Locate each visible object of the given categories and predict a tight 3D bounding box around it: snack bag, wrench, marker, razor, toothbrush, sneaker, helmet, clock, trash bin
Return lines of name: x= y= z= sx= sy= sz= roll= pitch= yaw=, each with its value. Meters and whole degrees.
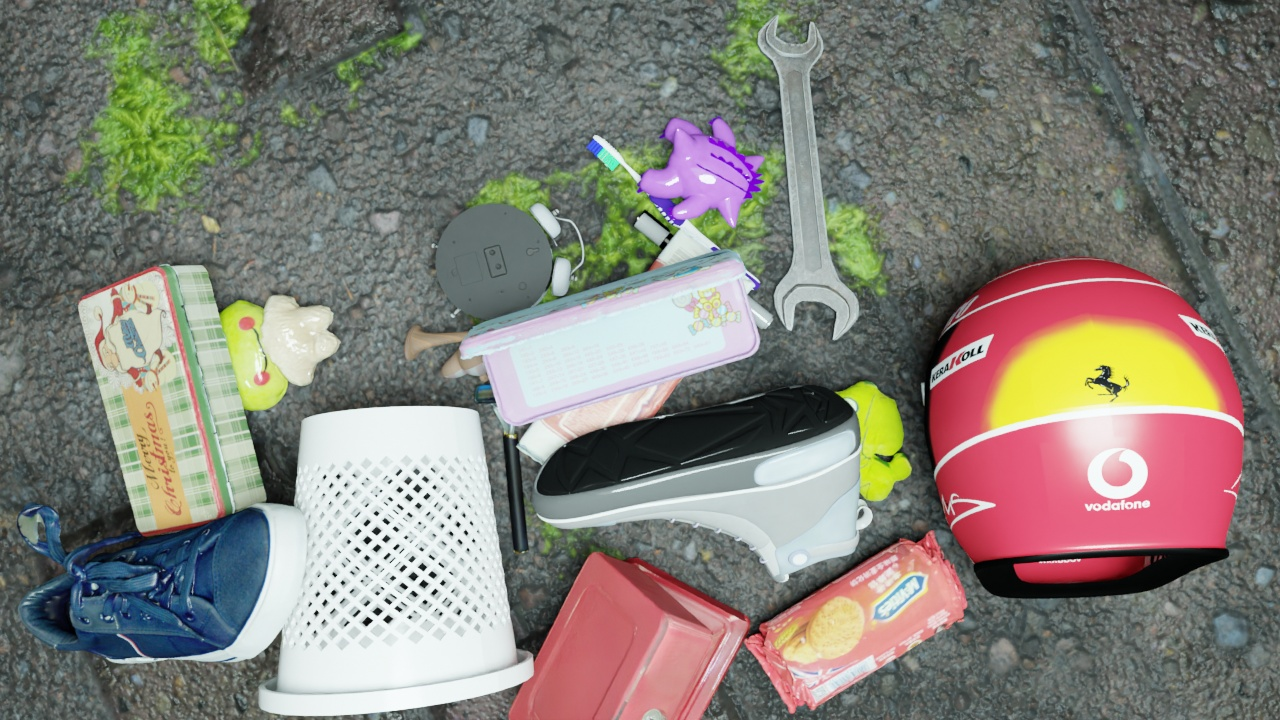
snack bag: x=0.177 y=0.212 z=0.738 sx=0.176 sy=0.082 sz=0.082 roll=-31 pitch=90 yaw=2
wrench: x=0.136 y=-0.152 z=0.766 sx=0.070 sy=0.010 sz=0.273 roll=-6 pitch=90 yaw=1
marker: x=0.053 y=-0.075 z=0.765 sx=0.140 sy=0.016 sz=0.016 roll=39 pitch=91 yaw=0
razor: x=-0.109 y=0.090 z=0.767 sx=0.022 sy=0.043 sz=0.144 roll=-13 pitch=96 yaw=-43
toothbrush: x=0.028 y=-0.121 z=0.765 sx=0.186 sy=0.015 sz=0.016 roll=43 pitch=95 yaw=0
sneaker: x=0.053 y=0.120 z=0.721 sx=0.256 sy=0.093 sz=0.160 roll=-15 pitch=118 yaw=-1
sneaker: x=-0.356 y=0.156 z=0.654 sx=0.295 sy=0.127 sz=0.120 roll=-20 pitch=62 yaw=32
helmet: x=0.307 y=0.044 z=0.661 sx=0.198 sy=0.271 sz=0.224 roll=-6 pitch=69 yaw=15
clock: x=-0.107 y=-0.083 z=0.757 sx=0.122 sy=0.035 sz=0.094 roll=-15 pitch=90 yaw=0
trash bin: x=-0.184 y=0.143 z=0.695 sx=0.195 sy=0.195 sz=0.199 roll=-5 pitch=81 yaw=1
snack bag: x=-0.004 y=0.004 z=0.747 sx=0.077 sy=0.041 sz=0.225 roll=37 pitch=97 yaw=-1

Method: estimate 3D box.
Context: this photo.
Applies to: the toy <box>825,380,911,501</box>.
toy: x=0.182 y=0.065 z=0.755 sx=0.094 sy=0.036 sz=0.093 roll=22 pitch=99 yaw=3

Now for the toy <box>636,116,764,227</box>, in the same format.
toy: x=0.054 y=-0.155 z=0.743 sx=0.088 sy=0.056 sz=0.105 roll=28 pitch=70 yaw=-9

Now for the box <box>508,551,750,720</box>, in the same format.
box: x=-0.010 y=0.246 z=0.698 sx=0.152 sy=0.165 sz=0.157 roll=26 pitch=90 yaw=5

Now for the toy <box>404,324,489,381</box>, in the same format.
toy: x=-0.136 y=-0.007 z=0.754 sx=0.102 sy=0.041 sz=0.055 roll=-6 pitch=129 yaw=10

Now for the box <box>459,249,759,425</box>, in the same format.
box: x=-0.019 y=-0.016 z=0.678 sx=0.214 sy=0.093 sz=0.089 roll=-17 pitch=94 yaw=5

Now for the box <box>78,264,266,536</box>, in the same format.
box: x=-0.374 y=0.033 z=0.732 sx=0.118 sy=0.049 sz=0.205 roll=-12 pitch=92 yaw=31

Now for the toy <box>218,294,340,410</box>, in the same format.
toy: x=-0.305 y=-0.009 z=0.755 sx=0.118 sy=0.043 sz=0.092 roll=-16 pitch=88 yaw=3
